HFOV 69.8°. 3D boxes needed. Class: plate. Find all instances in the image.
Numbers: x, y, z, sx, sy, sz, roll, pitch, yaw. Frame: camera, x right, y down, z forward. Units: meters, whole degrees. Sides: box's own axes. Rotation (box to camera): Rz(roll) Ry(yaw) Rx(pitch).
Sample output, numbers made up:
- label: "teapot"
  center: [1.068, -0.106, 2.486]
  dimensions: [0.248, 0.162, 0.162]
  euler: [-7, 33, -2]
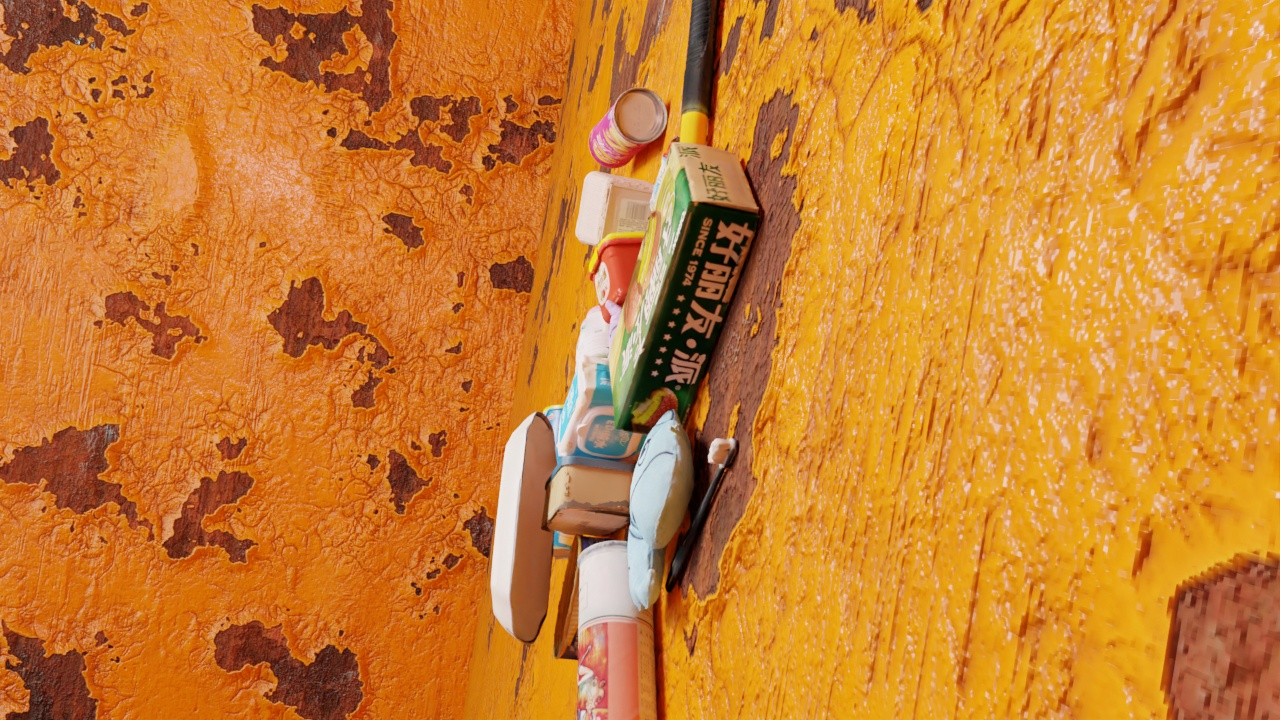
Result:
- label: "plate"
  center: [-0.135, 0.192, 1.069]
  dimensions: [0.162, 0.034, 0.265]
  euler: [65, -154, -68]

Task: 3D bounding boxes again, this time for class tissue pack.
- label: "tissue pack"
  center: [-0.032, 0.057, 0.954]
  dimensions: [0.140, 0.090, 0.063]
  euler: [112, 164, -46]

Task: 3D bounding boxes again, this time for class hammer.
- label: "hammer"
  center: [0.055, -0.243, 0.909]
  dimensions: [0.129, 0.033, 0.300]
  euler: [133, 144, -69]

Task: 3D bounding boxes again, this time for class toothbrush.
- label: "toothbrush"
  center: [0.043, 0.127, 0.726]
  dimensions: [0.015, 0.018, 0.181]
  euler: [-100, 20, -49]

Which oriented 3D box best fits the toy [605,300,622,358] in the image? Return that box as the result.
- label: "toy"
  center: [-0.008, -0.003, 0.979]
  dimensions: [0.084, 0.038, 0.108]
  euler: [34, 134, 31]

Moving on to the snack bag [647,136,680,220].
- label: "snack bag"
  center: [0.031, -0.187, 0.990]
  dimensions: [0.048, 0.026, 0.104]
  euler: [58, 142, 43]

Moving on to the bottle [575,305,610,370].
- label: "bottle"
  center: [-0.048, -0.020, 1.163]
  dimensions: [0.196, 0.068, 0.068]
  euler: [-98, 20, -66]

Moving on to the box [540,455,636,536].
- label: "box"
  center: [-0.058, 0.152, 1.009]
  dimensions: [0.185, 0.089, 0.061]
  euler: [127, 150, -65]

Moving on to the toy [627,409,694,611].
- label: "toy"
  center: [0.015, 0.121, 0.769]
  dimensions: [0.157, 0.050, 0.161]
  euler: [108, 170, -45]

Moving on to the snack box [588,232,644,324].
- label: "snack box"
  center: [-0.010, -0.088, 1.008]
  dimensions: [0.091, 0.082, 0.080]
  euler: [122, 141, -63]

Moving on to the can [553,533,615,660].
- label: "can"
  center: [-0.061, 0.268, 1.032]
  dimensions: [0.074, 0.049, 0.148]
  euler: [-123, 43, -73]

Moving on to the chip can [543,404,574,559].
- label: "chip can"
  center: [-0.114, 0.172, 1.309]
  dimensions: [0.071, 0.071, 0.209]
  euler: [123, 154, -63]

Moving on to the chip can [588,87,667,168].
- label: "chip can"
  center: [-0.020, -0.307, 1.230]
  dimensions: [0.210, 0.071, 0.071]
  euler: [-161, 80, -78]

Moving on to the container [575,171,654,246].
- label: "container"
  center: [-0.020, -0.172, 1.086]
  dimensions: [0.111, 0.090, 0.090]
  euler: [-134, 54, -72]

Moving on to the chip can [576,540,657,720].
- label: "chip can"
  center: [-0.020, 0.265, 0.784]
  dimensions: [0.071, 0.071, 0.214]
  euler: [111, 163, -45]

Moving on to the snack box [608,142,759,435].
- label: "snack box"
  center: [0.031, -0.057, 0.801]
  dimensions: [0.114, 0.063, 0.241]
  euler: [-97, 21, -52]
